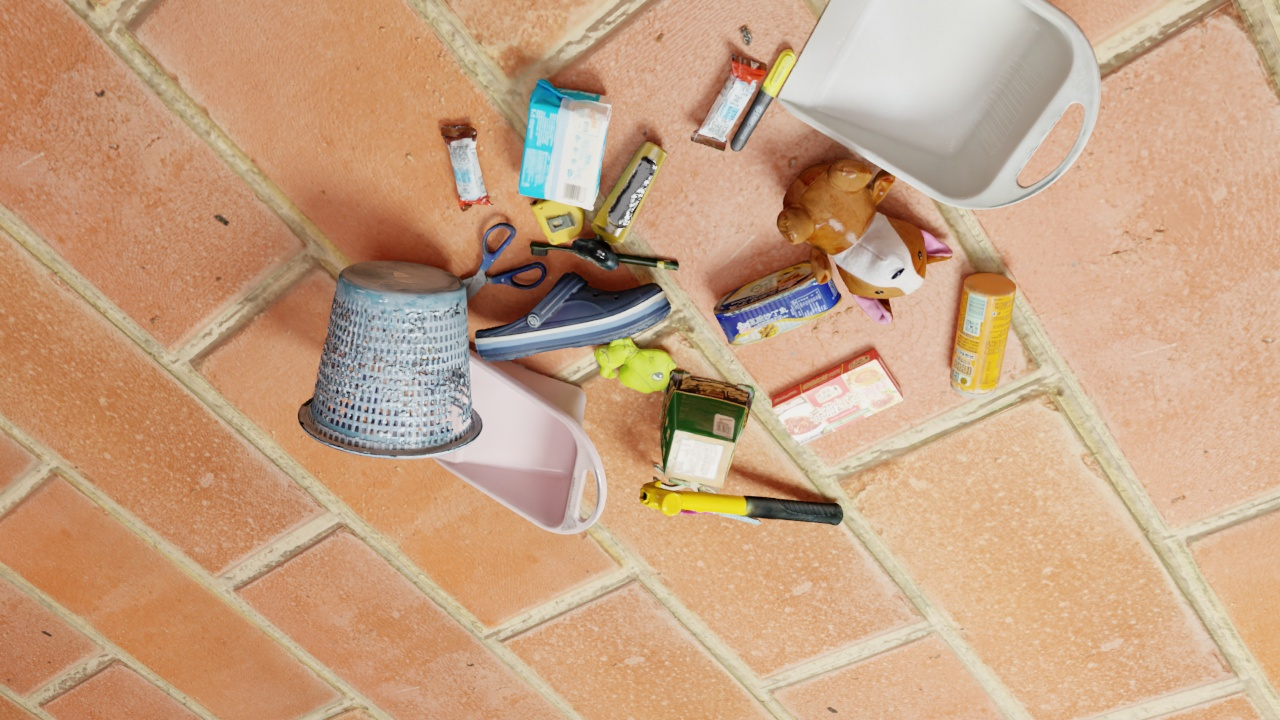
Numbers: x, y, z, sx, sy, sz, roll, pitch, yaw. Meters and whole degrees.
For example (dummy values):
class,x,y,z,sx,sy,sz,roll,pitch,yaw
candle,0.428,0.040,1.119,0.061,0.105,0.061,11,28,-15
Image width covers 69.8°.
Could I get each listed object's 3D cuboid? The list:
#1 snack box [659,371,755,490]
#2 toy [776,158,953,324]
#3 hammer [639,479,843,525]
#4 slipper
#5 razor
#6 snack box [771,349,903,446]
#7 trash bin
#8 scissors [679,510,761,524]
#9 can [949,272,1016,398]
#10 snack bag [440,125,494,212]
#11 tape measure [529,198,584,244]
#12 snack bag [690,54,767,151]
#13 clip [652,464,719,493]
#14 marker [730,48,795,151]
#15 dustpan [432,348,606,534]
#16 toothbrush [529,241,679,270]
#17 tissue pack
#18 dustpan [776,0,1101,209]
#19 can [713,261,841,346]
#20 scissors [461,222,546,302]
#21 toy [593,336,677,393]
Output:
class,x,y,z,sx,sy,sz,roll,pitch,yaw
snack box,0.082,0.096,1.198,0.118,0.105,0.118,11,124,0
toy,0.250,-0.134,1.018,0.140,0.130,0.199,-42,118,15
hammer,0.139,0.196,1.242,0.300,0.129,0.033,9,89,-20
slipper,-0.087,-0.061,1.132,0.253,0.105,0.095,-13,98,13
razor,-0.020,-0.178,1.062,0.062,0.067,0.168,27,117,-10
snack box,0.253,0.050,1.189,0.153,0.025,0.075,-28,115,24
trash bin,-0.298,-0.012,1.131,0.226,0.226,0.195,11,108,2
scissors,0.112,0.219,1.330,0.133,0.017,0.054,16,139,-7
can,0.406,-0.029,1.093,0.058,0.058,0.146,1,123,8
snack bag,-0.204,-0.224,1.078,0.045,0.026,0.105,3,123,18
tape measure,-0.096,-0.170,1.096,0.057,0.028,0.060,-16,120,18
snack bag,0.096,-0.278,0.994,0.048,0.026,0.104,10,129,-26
clip,0.070,0.157,1.283,0.102,0.034,0.094,13,126,-5
marker,0.132,-0.280,0.996,0.018,0.015,0.124,23,125,-12
dustpan,-0.171,0.118,1.232,0.273,0.138,0.223,10,125,1
toothbrush,-0.045,-0.126,1.127,0.186,0.012,0.017,8,130,3
tissue pack,-0.085,-0.238,1.028,0.090,0.063,0.140,12,125,-1
dustpan,0.300,-0.275,0.899,0.257,0.142,0.223,23,123,-8
can,0.162,-0.068,1.096,0.148,0.074,0.049,-21,114,22
scissors,-0.197,-0.113,1.154,0.166,0.012,0.155,6,124,12
toy,-0.007,0.007,1.198,0.097,0.031,0.100,-32,110,30
